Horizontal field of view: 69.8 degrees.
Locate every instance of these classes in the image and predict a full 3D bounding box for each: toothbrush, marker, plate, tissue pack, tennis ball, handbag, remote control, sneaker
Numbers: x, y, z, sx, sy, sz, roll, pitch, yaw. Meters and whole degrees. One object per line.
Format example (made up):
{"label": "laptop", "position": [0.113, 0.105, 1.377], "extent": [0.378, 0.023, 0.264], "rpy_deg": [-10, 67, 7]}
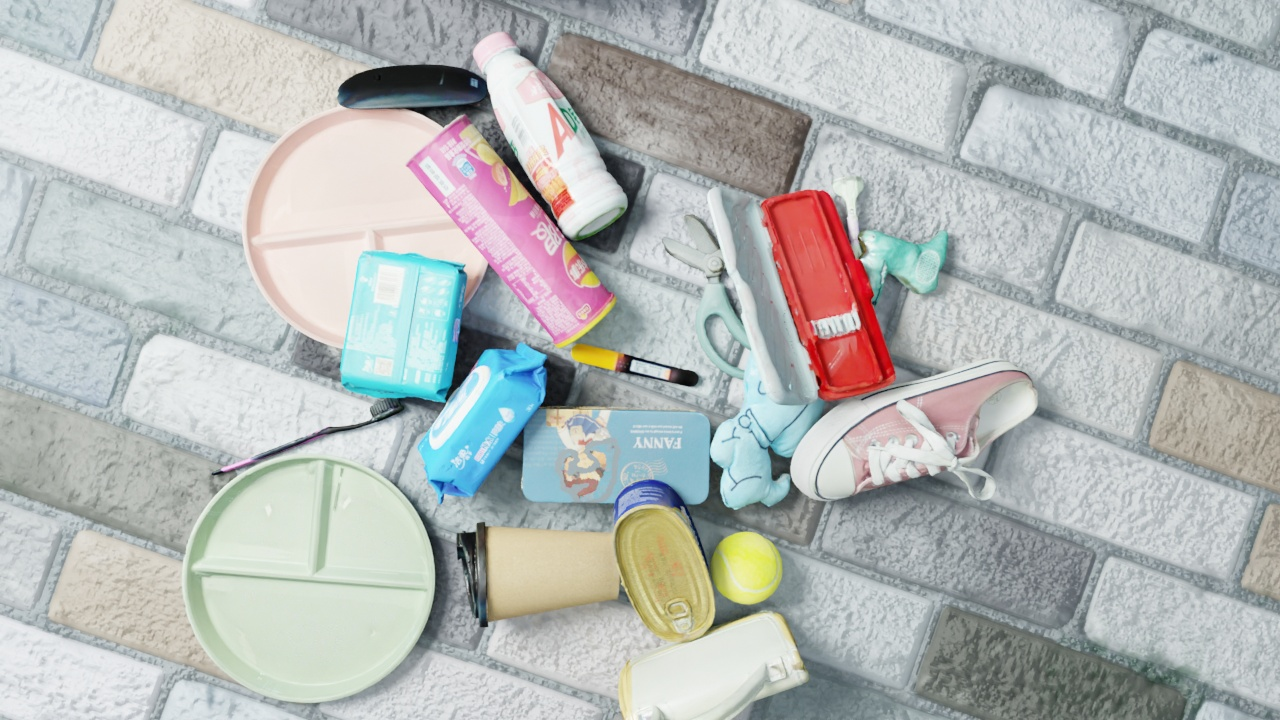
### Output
{"label": "toothbrush", "position": [0.207, -0.080, 0.872], "extent": [0.029, 0.020, 0.189], "rpy_deg": [-6, 91, 5]}
{"label": "marker", "position": [-0.005, 0.005, 0.868], "extent": [0.124, 0.015, 0.018], "rpy_deg": [13, 91, -4]}
{"label": "plate", "position": [-0.250, -0.123, 0.854], "extent": [0.229, 0.028, 0.229], "rpy_deg": [0, 90, -1]}
{"label": "tissue pack", "position": [-0.209, -0.029, 0.815], "extent": [0.093, 0.050, 0.133], "rpy_deg": [10, 90, -3]}
{"label": "tennis ball", "position": [0.098, 0.191, 0.844], "extent": [0.065, 0.065, 0.065], "rpy_deg": [0, 90, -2]}
{"label": "tissue pack", "position": [-0.143, 0.049, 0.821], "extent": [0.052, 0.095, 0.157], "rpy_deg": [37, 88, -23]}
{"label": "handbag", "position": [0.061, 0.274, 0.788], "extent": [0.163, 0.179, 0.063], "rpy_deg": [-21, 85, 0]}
{"label": "plate", "position": [-0.304, 0.200, 0.852], "extent": [0.230, 0.027, 0.230], "rpy_deg": [0, 90, -1]}
{"label": "remote control", "position": [-0.210, -0.253, 0.843], "extent": [0.136, 0.024, 0.053], "rpy_deg": [-5, 52, -9]}
{"label": "sneaker", "position": [0.256, 0.072, 0.827], "extent": [0.241, 0.087, 0.118], "rpy_deg": [-20, 119, -5]}
{"label": "toothbrush", "position": [-0.312, 0.071, 0.859], "extent": [0.189, 0.014, 0.017], "rpy_deg": [-20, 80, -1]}

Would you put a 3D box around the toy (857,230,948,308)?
{"label": "toy", "position": [0.241, -0.088, 0.861], "extent": [0.092, 0.030, 0.096], "rpy_deg": [16, 85, -12]}

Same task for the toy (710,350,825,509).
{"label": "toy", "position": [0.123, 0.051, 0.843], "extent": [0.156, 0.050, 0.161], "rpy_deg": [-29, 112, -28]}

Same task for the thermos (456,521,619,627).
{"label": "thermos", "position": [-0.094, 0.190, 0.832], "extent": [0.143, 0.093, 0.093], "rpy_deg": [-2, 90, -10]}

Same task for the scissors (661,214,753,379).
{"label": "scissors", "position": [0.106, -0.078, 0.869], "extent": [0.172, 0.019, 0.176], "rpy_deg": [-27, 90, -1]}

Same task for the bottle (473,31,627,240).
{"label": "bottle", "position": [-0.087, -0.208, 0.843], "extent": [0.068, 0.068, 0.197], "rpy_deg": [-31, 86, -2]}

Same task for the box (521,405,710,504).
{"label": "box", "position": [-0.017, 0.086, 0.843], "extent": [0.184, 0.063, 0.090], "rpy_deg": [-1, 90, 0]}

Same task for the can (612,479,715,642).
{"label": "can", "position": [0.020, 0.177, 0.810], "extent": [0.075, 0.049, 0.148], "rpy_deg": [-18, 113, 6]}

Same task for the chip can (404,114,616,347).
{"label": "chip can", "position": [-0.112, -0.113, 0.814], "extent": [0.071, 0.071, 0.210], "rpy_deg": [-39, 103, -2]}

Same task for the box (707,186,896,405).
{"label": "box", "position": [0.137, -0.059, 0.815], "extent": [0.160, 0.064, 0.201], "rpy_deg": [-6, 73, -31]}
